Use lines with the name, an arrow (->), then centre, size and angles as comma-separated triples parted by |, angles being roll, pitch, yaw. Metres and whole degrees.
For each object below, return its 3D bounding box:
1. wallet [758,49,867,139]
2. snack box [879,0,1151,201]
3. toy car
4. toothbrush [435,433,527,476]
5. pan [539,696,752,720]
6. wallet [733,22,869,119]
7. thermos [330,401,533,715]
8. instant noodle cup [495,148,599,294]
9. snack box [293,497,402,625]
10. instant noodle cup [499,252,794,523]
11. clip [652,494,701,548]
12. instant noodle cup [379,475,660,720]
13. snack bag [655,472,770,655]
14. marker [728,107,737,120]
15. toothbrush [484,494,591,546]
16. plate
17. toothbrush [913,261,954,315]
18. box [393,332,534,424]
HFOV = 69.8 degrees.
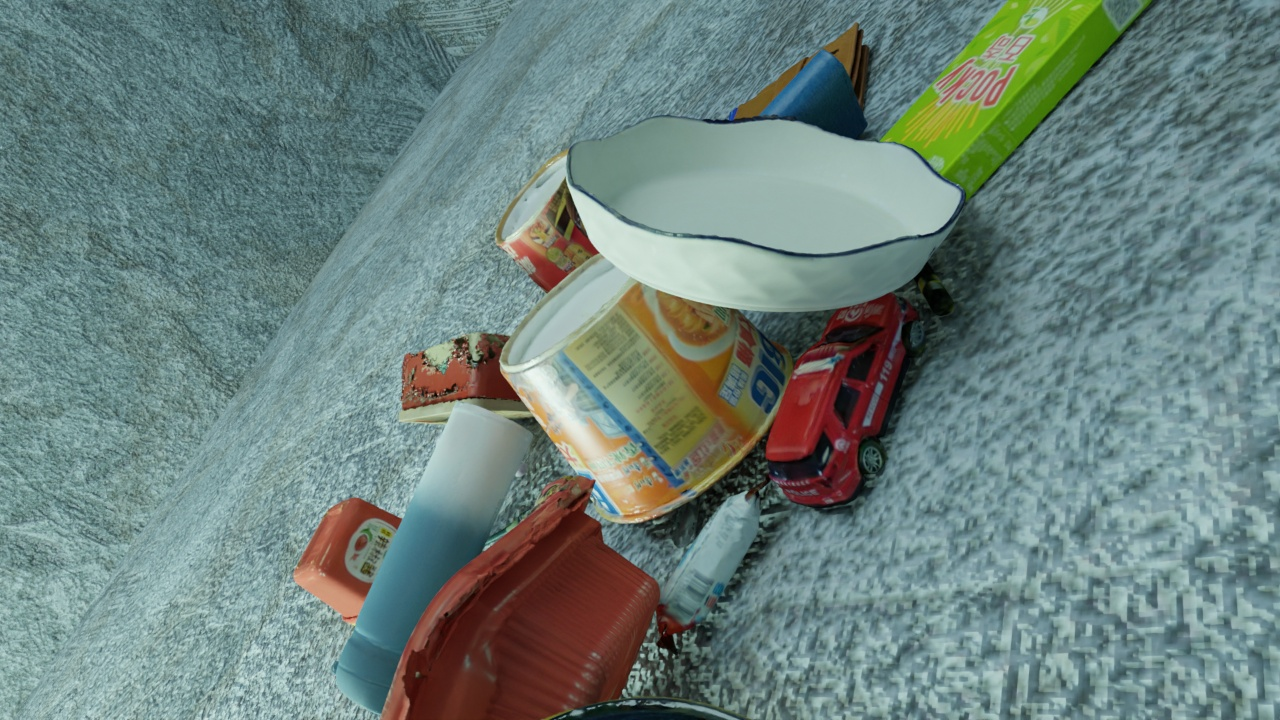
wallet -> 0.093, -0.134, 0.622 | 0.133, 0.106, 0.040 | -46, 66, 7
snack box -> 0.212, -0.164, 0.532 | 0.156, 0.026, 0.085 | -48, 24, 8
toy car -> 0.101, 0.015, 0.457 | 0.053, 0.045, 0.120 | -12, 43, 52
toothbrush -> -0.142, 0.085, 0.809 | 0.189, 0.021, 0.029 | 4, 96, 59
pan -> -0.030, 0.267, 0.229 | 0.198, 0.078, 0.356 | 6, 65, 32
wallet -> 0.122, -0.200, 0.734 | 0.132, 0.031, 0.107 | -24, 37, 43
thermos -> -0.147, 0.141, 0.661 | 0.070, 0.070, 0.220 | -3, 62, 59
instant noodle cup -> -0.058, -0.113, 0.826 | 0.138, 0.108, 0.137 | -40, 27, 25
snack box -> -0.243, 0.170, 0.788 | 0.082, 0.080, 0.091 | -26, 35, 44
instant noodle cup -> -0.003, 0.003, 0.540 | 0.151, 0.111, 0.151 | -36, 20, 15
clip -> 0.027, 0.082, 0.530 | 0.024, 0.028, 0.056 | -30, 23, 34
instant noodle cup -> -0.055, 0.150, 0.411 | 0.165, 0.079, 0.188 | -70, -12, 15
snack bag -> 0.036, 0.101, 0.465 | 0.105, 0.026, 0.045 | -56, -14, -8
marker -> 0.073, -0.170, 0.790 | 0.017, 0.017, 0.145 | -28, 33, 41
toothbrush -> -0.081, 0.111, 0.666 | 0.192, 0.018, 0.016 | -32, 32, 38
plate -> 0.062, -0.083, 0.489 | 0.204, 0.205, 0.046 | -102, 14, -60
toothbrush -> 0.148, -0.077, 0.538 | 0.012, 0.017, 0.185 | -26, 33, 13
box -> -0.144, 0.012, 0.796 | 0.169, 0.091, 0.078 | -12, 75, 54
